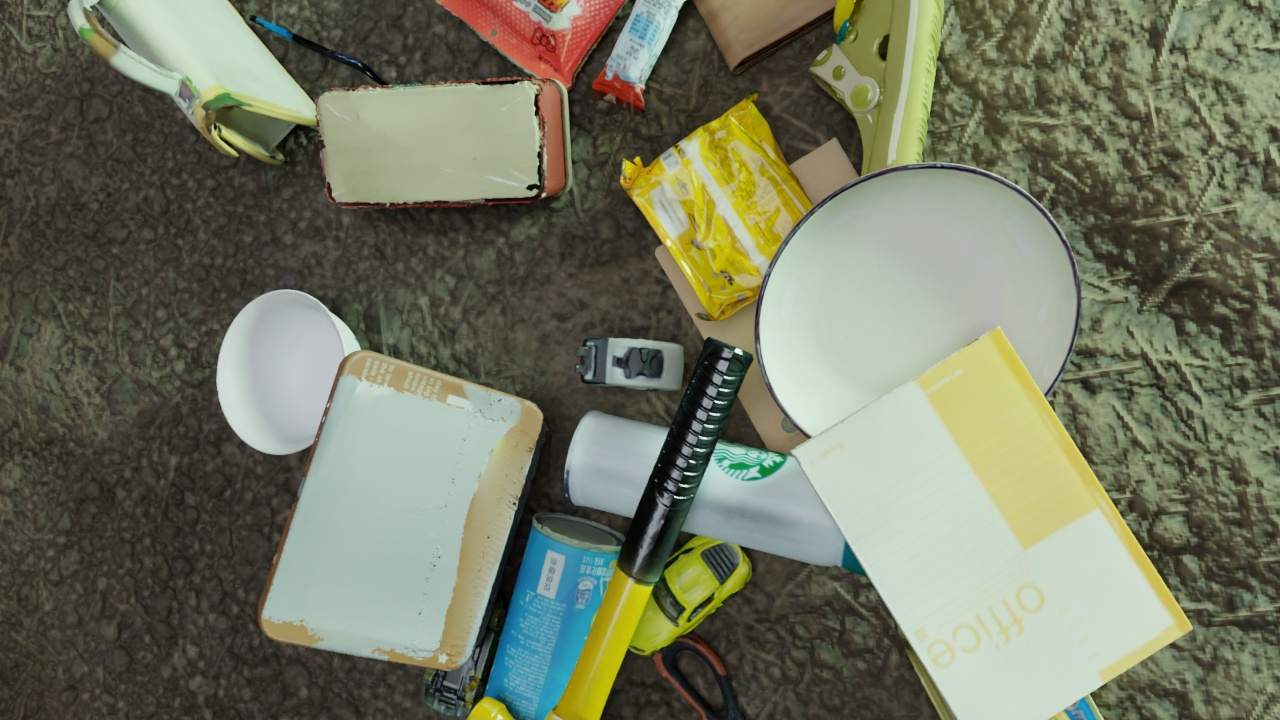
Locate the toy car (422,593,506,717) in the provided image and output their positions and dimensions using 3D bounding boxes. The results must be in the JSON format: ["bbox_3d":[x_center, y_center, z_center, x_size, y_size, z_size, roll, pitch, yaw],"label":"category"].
[{"bbox_3d":[-0.125,0.208,0.662,0.043,0.036,0.091,14,84,17],"label":"toy car"}]

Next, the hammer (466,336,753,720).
[{"bbox_3d":[-0.001,0.130,0.561,0.129,0.032,0.301,23,94,15],"label":"hammer"}]

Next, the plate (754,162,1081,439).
[{"bbox_3d":[0.165,-0.026,0.564,0.192,0.039,0.193,1,109,2],"label":"plate"}]

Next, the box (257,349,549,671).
[{"bbox_3d":[-0.154,0.095,0.590,0.150,0.166,0.181,14,80,16],"label":"box"}]

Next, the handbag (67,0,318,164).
[{"bbox_3d":[-0.338,-0.220,0.657,0.063,0.178,0.163,-44,80,14],"label":"handbag"}]

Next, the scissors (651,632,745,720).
[{"bbox_3d":[0.058,0.274,0.625,0.225,0.015,0.189,46,99,12],"label":"scissors"}]

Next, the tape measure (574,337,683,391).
[{"bbox_3d":[-0.004,0.004,0.622,0.066,0.065,0.033,3,88,16],"label":"tape measure"}]

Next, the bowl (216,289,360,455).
[{"bbox_3d":[-0.245,0.010,0.681,0.118,0.064,0.118,-2,85,22],"label":"bowl"}]

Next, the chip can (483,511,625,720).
[{"bbox_3d":[-0.068,0.215,0.631,0.071,0.071,0.210,16,92,14],"label":"chip can"}]

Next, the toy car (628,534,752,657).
[{"bbox_3d":[0.026,0.157,0.620,0.105,0.032,0.048,-39,70,2],"label":"toy car"}]

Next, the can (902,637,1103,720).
[{"bbox_3d":[0.224,0.204,0.565,0.083,0.057,0.102,-28,82,9],"label":"can"}]

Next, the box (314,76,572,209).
[{"bbox_3d":[-0.141,-0.154,0.646,0.168,0.078,0.091,1,105,14],"label":"box"}]

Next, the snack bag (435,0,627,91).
[{"bbox_3d":[-0.045,-0.307,0.646,0.128,0.073,0.208,39,103,-1],"label":"snack bag"}]

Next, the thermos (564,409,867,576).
[{"bbox_3d":[0.066,0.085,0.595,0.224,0.073,0.073,11,91,17],"label":"thermos"}]

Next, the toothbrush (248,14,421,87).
[{"bbox_3d":[-0.231,-0.236,0.714,0.189,0.014,0.016,28,94,14],"label":"toothbrush"}]

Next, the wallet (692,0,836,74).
[{"bbox_3d":[0.090,-0.269,0.631,0.115,0.020,0.101,-28,82,9],"label":"wallet"}]

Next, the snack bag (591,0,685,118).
[{"bbox_3d":[0.003,-0.227,0.644,0.048,0.026,0.104,27,104,12],"label":"snack bag"}]

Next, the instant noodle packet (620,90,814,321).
[{"bbox_3d":[0.059,-0.101,0.611,0.111,0.044,0.128,-30,85,5],"label":"instant noodle packet"}]

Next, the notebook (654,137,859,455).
[{"bbox_3d":[0.121,-0.025,0.622,0.148,0.008,0.207,-31,81,11],"label":"notebook"}]

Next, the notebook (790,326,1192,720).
[{"bbox_3d":[0.202,0.104,0.532,0.146,0.010,0.206,-31,87,-1],"label":"notebook"}]

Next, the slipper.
[{"bbox_3d":[0.146,-0.184,0.580,0.082,0.091,0.190,5,93,17],"label":"slipper"}]
